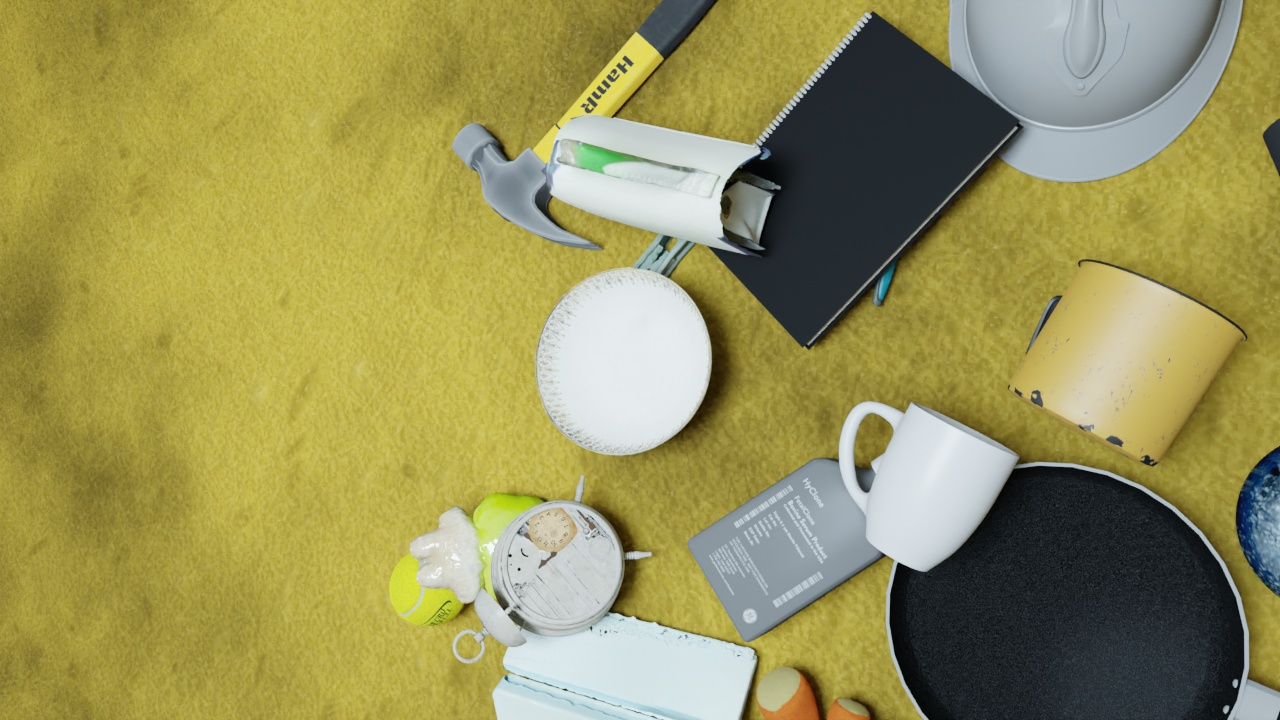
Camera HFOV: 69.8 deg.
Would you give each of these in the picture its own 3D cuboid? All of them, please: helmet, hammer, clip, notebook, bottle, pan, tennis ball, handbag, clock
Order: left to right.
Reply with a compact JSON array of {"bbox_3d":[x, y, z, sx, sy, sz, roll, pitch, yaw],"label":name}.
[{"bbox_3d":[-0.177,0.190,0.771,0.065,0.065,0.065,-3,82,24],"label":"tennis ball"},{"bbox_3d":[-0.076,0.169,0.692,0.156,0.061,0.103,-39,83,-19],"label":"clock"},{"bbox_3d":[-0.010,-0.238,0.768,0.325,0.034,0.170,-46,69,11],"label":"hammer"},{"bbox_3d":[0.005,-0.134,0.640,0.151,0.175,0.074,18,95,27],"label":"handbag"},{"bbox_3d":[0.012,-0.078,0.741,0.042,0.023,0.076,41,99,25],"label":"clip"},{"bbox_3d":[0.127,0.118,0.651,0.174,0.046,0.083,-37,70,16],"label":"bottle"},{"bbox_3d":[0.145,-0.133,0.670,0.207,0.016,0.149,-48,60,17],"label":"notebook"},{"bbox_3d":[0.287,-0.259,0.583,0.184,0.117,0.271,4,90,25],"label":"helmet"},{"bbox_3d":[0.328,0.190,0.552,0.356,0.044,0.204,19,92,25],"label":"pan"}]

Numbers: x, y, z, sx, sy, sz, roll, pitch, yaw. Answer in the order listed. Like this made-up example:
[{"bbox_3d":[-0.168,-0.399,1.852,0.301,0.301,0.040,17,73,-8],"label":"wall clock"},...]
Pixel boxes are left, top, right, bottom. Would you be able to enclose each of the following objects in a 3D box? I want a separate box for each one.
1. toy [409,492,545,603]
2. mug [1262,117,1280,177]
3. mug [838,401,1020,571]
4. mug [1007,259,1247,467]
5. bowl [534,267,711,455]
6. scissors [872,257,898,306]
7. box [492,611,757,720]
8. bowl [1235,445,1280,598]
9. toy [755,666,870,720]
[{"bbox_3d":[-0.125,0.155,0.743,0.117,0.043,0.092,-9,78,-13],"label":"toy"},{"bbox_3d":[0.436,-0.112,0.528,0.113,0.078,0.088,-13,77,-4],"label":"mug"},{"bbox_3d":[0.169,0.074,0.585,0.107,0.071,0.089,32,101,37],"label":"mug"},{"bbox_3d":[0.288,0.000,0.572,0.094,0.100,0.123,-61,25,8],"label":"mug"},{"bbox_3d":[-0.004,0.004,0.716,0.145,0.063,0.145,-4,81,24],"label":"bowl"},{"bbox_3d":[0.172,-0.107,0.673,0.156,0.019,0.124,-30,73,20],"label":"scissors"},{"bbox_3d":[-0.014,0.263,0.705,0.198,0.074,0.126,8,69,24],"label":"box"},{"bbox_3d":[0.408,0.095,0.519,0.114,0.060,0.114,-4,81,24],"label":"bowl"},{"bbox_3d":[0.137,0.287,0.602,0.176,0.096,0.112,32,63,20],"label":"toy"}]
